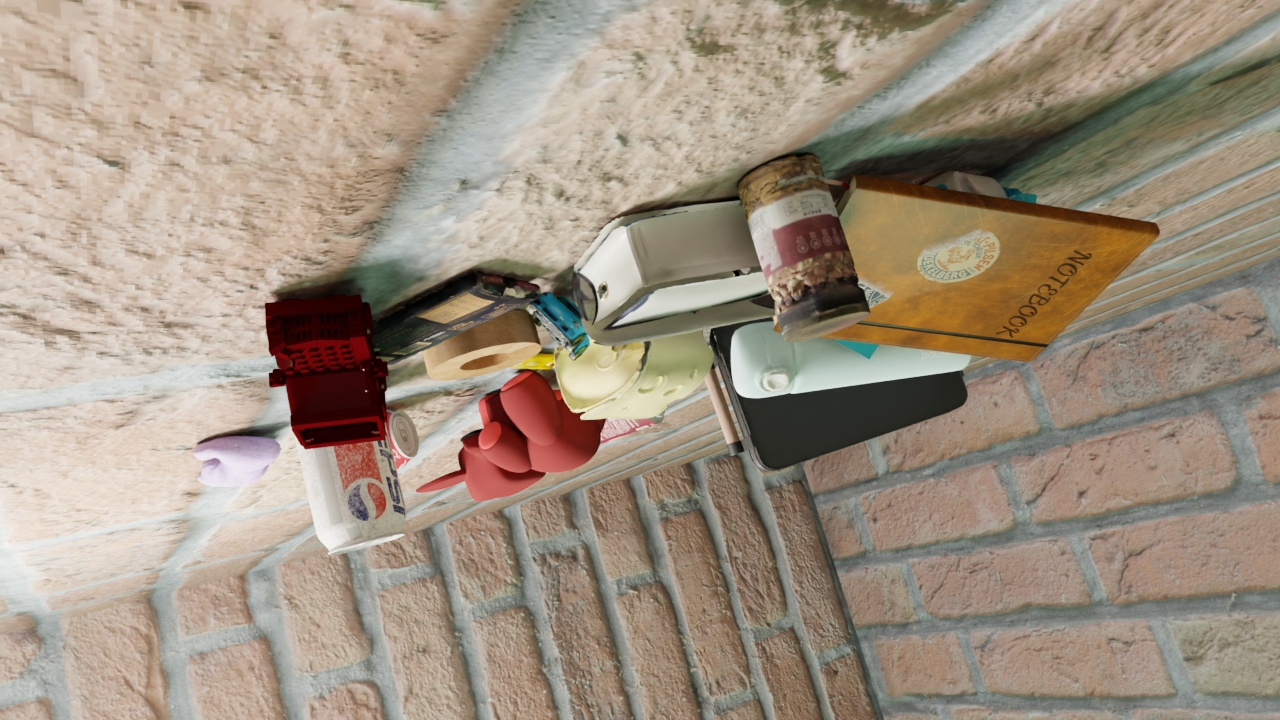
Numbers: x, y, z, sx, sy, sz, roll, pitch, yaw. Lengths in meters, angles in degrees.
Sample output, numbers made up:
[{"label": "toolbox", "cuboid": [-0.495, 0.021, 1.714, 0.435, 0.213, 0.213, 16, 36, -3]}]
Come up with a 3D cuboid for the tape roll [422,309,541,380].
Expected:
[{"label": "tape roll", "cuboid": [-0.129, -0.012, 0.745, 0.094, 0.027, 0.094, -16, 170, -3]}]

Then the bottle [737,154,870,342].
[{"label": "bottle", "cuboid": [0.102, -0.070, 0.578, 0.056, 0.105, 0.056, -16, 170, -3]}]

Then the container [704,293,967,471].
[{"label": "container", "cuboid": [0.190, 0.006, 0.929, 0.241, 0.162, 0.130, -19, 173, 1]}]

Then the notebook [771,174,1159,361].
[{"label": "notebook", "cuboid": [0.226, -0.058, 0.696, 0.249, 0.014, 0.179, 6, 144, -12]}]

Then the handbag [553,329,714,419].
[{"label": "handbag", "cuboid": [-0.005, 0.005, 0.875, 0.111, 0.081, 0.119, -29, 162, 39]}]

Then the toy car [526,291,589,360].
[{"label": "toy car", "cuboid": [-0.058, -0.029, 0.704, 0.032, 0.048, 0.105, -45, 175, -4]}]

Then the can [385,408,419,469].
[{"label": "can", "cuboid": [-0.286, 0.090, 0.939, 0.105, 0.064, 0.064, -19, 170, 13]}]

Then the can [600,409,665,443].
[{"label": "can", "cuboid": [-0.027, 0.069, 1.229, 0.114, 0.063, 0.063, -21, 169, 26]}]

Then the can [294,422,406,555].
[{"label": "can", "cuboid": [-0.258, 0.097, 0.816, 0.078, 0.136, 0.078, -16, 170, -3]}]

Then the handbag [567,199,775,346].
[{"label": "handbag", "cuboid": [0.025, -0.047, 0.669, 0.151, 0.074, 0.176, -11, 169, -28]}]

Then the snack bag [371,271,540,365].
[{"label": "snack bag", "cuboid": [-0.151, -0.026, 0.657, 0.155, 0.018, 0.074, -22, 167, 25]}]

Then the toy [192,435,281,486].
[{"label": "toy", "cuboid": [-0.395, 0.096, 0.888, 0.080, 0.036, 0.100, 5, 153, -39]}]

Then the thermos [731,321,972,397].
[{"label": "thermos", "cuboid": [0.179, -0.010, 0.796, 0.206, 0.065, 0.077, -8, -148, -8]}]

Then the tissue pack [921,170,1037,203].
[{"label": "tissue pack", "cuboid": [0.213, -0.090, 0.765, 0.210, 0.066, 0.116, -23, 167, 40]}]

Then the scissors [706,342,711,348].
[{"label": "scissors", "cuboid": [0.043, 0.012, 1.143, 0.142, 0.014, 0.171, -34, 166, 33]}]

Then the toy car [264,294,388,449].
[{"label": "toy car", "cuboid": [-0.206, 0.016, 0.617, 0.070, 0.061, 0.170, -6, 160, -13]}]

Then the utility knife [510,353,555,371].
[{"label": "utility knife", "cuboid": [-0.090, 0.002, 0.922, 0.031, 0.017, 0.175, -31, 161, 24]}]

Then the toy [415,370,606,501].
[{"label": "toy", "cuboid": [-0.134, 0.088, 1.015, 0.198, 0.120, 0.158, -34, 165, 30]}]
